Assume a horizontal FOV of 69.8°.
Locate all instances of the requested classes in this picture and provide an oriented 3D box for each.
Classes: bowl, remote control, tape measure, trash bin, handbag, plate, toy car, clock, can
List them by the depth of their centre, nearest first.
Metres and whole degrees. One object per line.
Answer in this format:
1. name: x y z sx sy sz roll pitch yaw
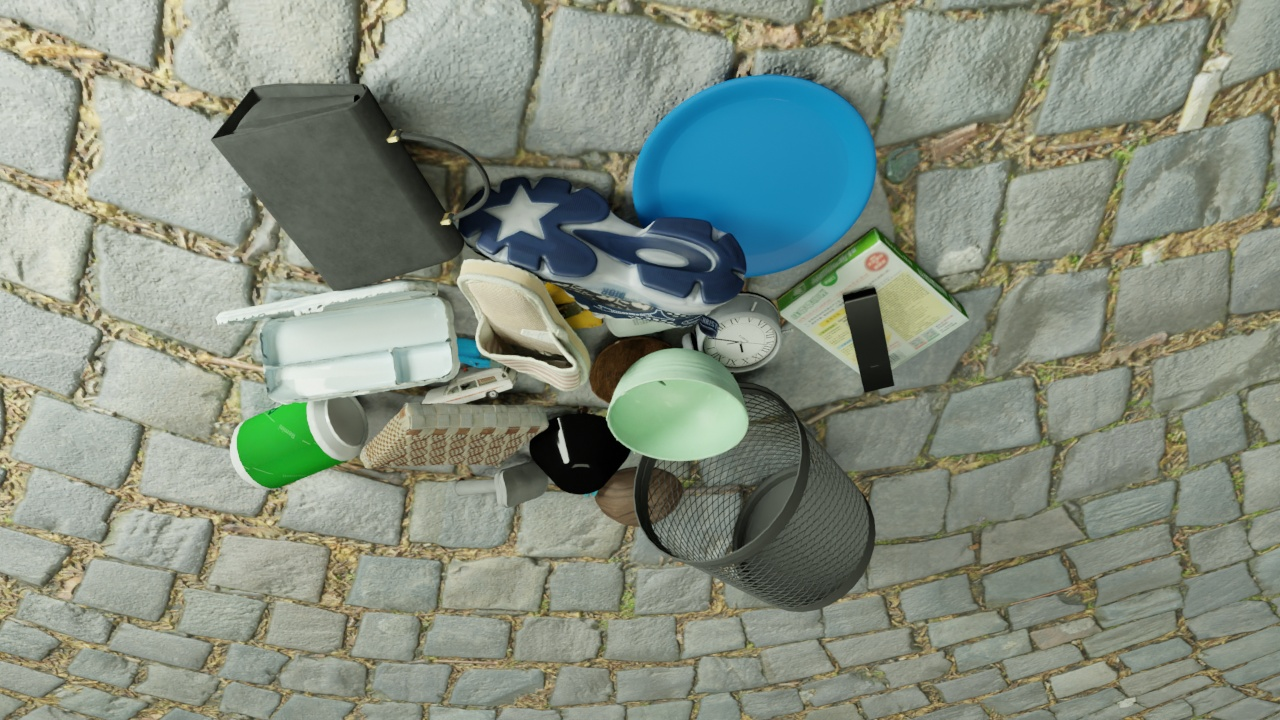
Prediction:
1. handbag: -0.217 -0.150 0.775 0.196 0.072 0.176 -2 140 23
2. plate: 0.105 -0.169 0.855 0.224 0.024 0.225 -2 137 -2
3. tape measure: -0.075 -0.060 0.954 0.059 0.030 0.068 -13 136 6
4. remote control: 0.017 -0.058 0.964 0.114 0.028 0.060 -16 137 9
5. bowl: 0.041 0.038 0.987 0.151 0.076 0.151 2 141 2
6. remote control: 0.248 -0.020 0.993 0.034 0.013 0.150 -14 135 12
7. clock: 0.098 -0.022 1.004 0.094 0.035 0.123 32 125 -32
8. bowl: -0.006 0.006 1.032 0.102 0.026 0.114 9 135 -15
9. toy car: -0.195 0.026 1.033 0.113 0.039 0.039 -14 115 11
10. can: -0.388 0.089 1.045 0.140 0.087 0.088 -21 134 17
11. handbag: -0.211 0.084 1.046 0.185 0.047 0.124 4 151 -41
12. trash bin: 0.146 0.174 1.095 0.218 0.217 0.227 -28 136 23
13. bowl: -0.072 0.124 1.099 0.124 0.052 0.124 -2 135 -2
14. bowl: -0.002 0.191 1.225 0.119 0.032 0.119 -2 137 -2

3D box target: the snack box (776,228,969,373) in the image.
1. snack box: 0.251 -0.054 0.988 0.168 0.027 0.132 32 126 -32

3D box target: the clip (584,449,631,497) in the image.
1. clip: -0.046 0.120 1.154 0.120 0.033 0.122 -23 134 14

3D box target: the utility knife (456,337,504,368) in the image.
1. utility knife: -0.256 -0.016 0.988 0.220 0.031 0.015 6 178 -6

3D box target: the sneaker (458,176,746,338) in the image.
1. sneaker: -0.041 -0.084 0.879 0.269 0.103 0.133 14 153 0

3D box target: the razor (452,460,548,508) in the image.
1. razor: -0.189 0.159 1.161 0.116 0.047 0.088 -8 180 30

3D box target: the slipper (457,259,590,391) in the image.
1. slipper: -0.112 -0.020 0.911 0.115 0.052 0.263 12 160 13

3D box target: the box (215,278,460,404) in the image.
1. box: -0.299 -0.014 0.917 0.211 0.105 0.129 -10 178 10
